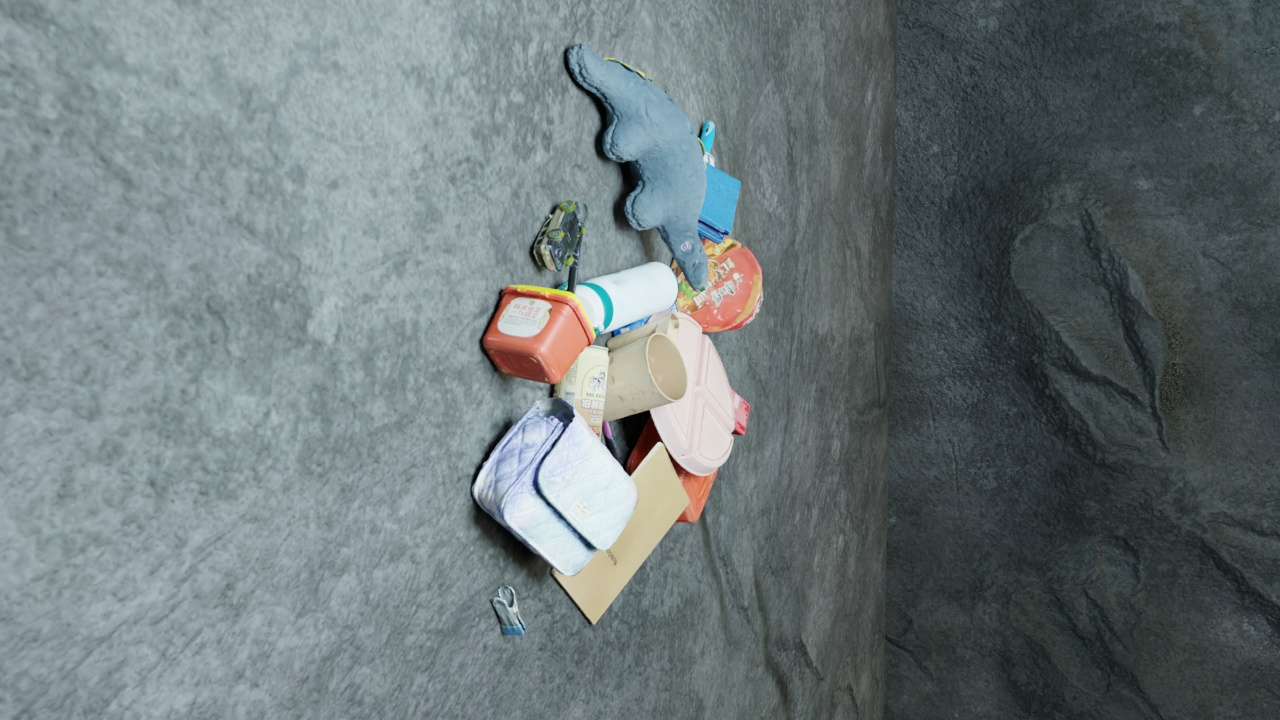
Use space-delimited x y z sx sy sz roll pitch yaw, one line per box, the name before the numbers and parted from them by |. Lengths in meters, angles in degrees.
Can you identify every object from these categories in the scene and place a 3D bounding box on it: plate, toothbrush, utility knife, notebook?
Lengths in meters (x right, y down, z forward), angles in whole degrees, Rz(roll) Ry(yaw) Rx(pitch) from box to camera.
plate | 0.070 0.039 1.224 0.229 0.028 0.229 37 44 -48
toothbrush | -0.032 0.140 1.189 0.017 0.014 0.189 -44 133 -39
toothbrush | -0.074 -0.106 1.012 0.017 0.014 0.188 47 38 -45
utility knife | 0.080 -0.266 1.360 0.034 0.018 0.198 79 25 -67
notebook | -0.018 0.218 1.149 0.207 0.008 0.148 -49 141 -21

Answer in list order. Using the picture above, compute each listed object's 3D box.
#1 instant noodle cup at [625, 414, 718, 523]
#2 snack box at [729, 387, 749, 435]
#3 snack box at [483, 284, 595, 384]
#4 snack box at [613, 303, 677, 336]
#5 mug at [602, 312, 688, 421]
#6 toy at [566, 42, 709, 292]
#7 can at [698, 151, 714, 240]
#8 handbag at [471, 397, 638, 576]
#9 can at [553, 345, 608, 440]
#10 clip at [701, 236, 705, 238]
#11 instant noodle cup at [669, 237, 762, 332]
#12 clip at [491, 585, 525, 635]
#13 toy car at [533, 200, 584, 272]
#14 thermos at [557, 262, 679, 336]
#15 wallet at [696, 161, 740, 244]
instant noodle cup | 0.052 0.149 1.293 0.164 0.079 0.189 -65 150 -32
snack box | 0.115 0.066 1.447 0.207 0.057 0.058 38 62 -61
snack box | -0.104 -0.026 0.916 0.080 0.091 0.082 -61 147 -30
snack box | 0.016 -0.025 1.231 0.156 0.026 0.084 -38 117 -59
mug | -0.007 0.006 1.097 0.084 0.104 0.124 44 40 -36
toy | 0.020 -0.246 1.130 0.137 0.092 0.356 -58 132 -37
can | 0.070 -0.229 1.303 0.053 0.053 0.134 39 58 -61
handbag | -0.081 0.140 0.968 0.134 0.076 0.194 -53 144 -15
can | -0.069 0.041 1.036 0.058 0.059 0.116 15 80 -65
clip | 0.095 -0.203 1.373 0.103 0.035 0.092 91 16 -50
instant noodle cup | 0.120 -0.103 1.347 0.108 0.138 0.138 18 78 -72
clip | -0.139 0.265 0.966 0.031 0.025 0.057 -58 137 -55
toy car | -0.088 -0.137 0.996 0.042 0.035 0.090 72 27 -43
thermos | -0.028 -0.075 1.102 0.223 0.073 0.073 -25 117 -62
wallet | 0.071 -0.229 1.251 0.133 0.040 0.106 24 65 -22
